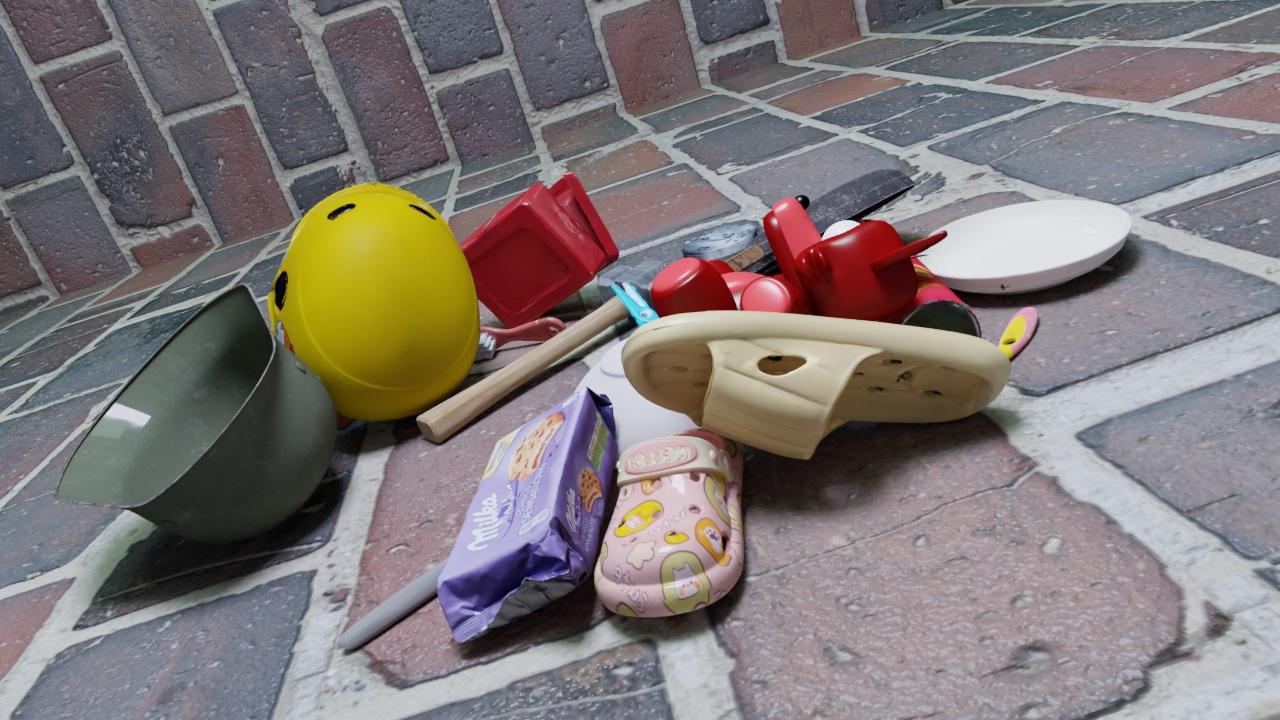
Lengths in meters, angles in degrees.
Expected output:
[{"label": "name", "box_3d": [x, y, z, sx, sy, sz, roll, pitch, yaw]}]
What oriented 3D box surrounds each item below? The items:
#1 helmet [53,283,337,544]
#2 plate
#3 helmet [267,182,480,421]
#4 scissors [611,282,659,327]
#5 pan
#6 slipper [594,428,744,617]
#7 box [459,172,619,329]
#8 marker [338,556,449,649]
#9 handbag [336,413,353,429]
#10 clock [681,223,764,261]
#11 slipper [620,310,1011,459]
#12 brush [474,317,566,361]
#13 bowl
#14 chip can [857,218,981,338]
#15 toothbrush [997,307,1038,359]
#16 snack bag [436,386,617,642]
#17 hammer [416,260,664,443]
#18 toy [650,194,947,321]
[{"label": "helmet", "box_3d": [-0.357, 0.069, 0.800, 0.268, 0.154, 0.226, 7, 57, 55]}, {"label": "plate", "box_3d": [0.345, -0.098, 0.834, 0.182, 0.034, 0.182, -15, 22, 6]}, {"label": "helmet", "box_3d": [-0.250, -0.047, 0.904, 0.208, 0.240, 0.140, -4, 18, -26]}, {"label": "scissors", "box_3d": [0.001, -0.038, 0.910, 0.083, 0.015, 0.140, -25, 51, -24]}, {"label": "pan", "box_3d": [0.137, -0.118, 0.910, 0.355, 0.040, 0.208, -26, -2, -42]}, {"label": "slipper", "box_3d": [0.016, 0.084, 0.595, 0.093, 0.081, 0.196, -13, 20, 15]}, {"label": "box", "box_3d": [-0.127, -0.123, 1.082, 0.158, 0.136, 0.122, -31, 5, 32]}, {"label": "marker", "box_3d": [-0.144, 0.156, 0.633, 0.138, 0.016, 0.022, -33, 50, -31]}, {"label": "handbag", "box_3d": [-0.388, 0.037, 1.051, 0.172, 0.060, 0.108, -9, 20, 22]}, {"label": "clock", "box_3d": [0.103, -0.128, 1.068, 0.090, 0.052, 0.129, 3, 30, 42]}, {"label": "slipper", "box_3d": [0.117, 0.028, 0.606, 0.261, 0.111, 0.079, 2, 60, -5]}, {"label": "brush", "box_3d": [-0.167, -0.021, 1.048, 0.173, 0.041, 0.030, -7, 41, 20]}, {"label": "bowl", "box_3d": [0.016, 0.017, 0.769, 0.177, 0.066, 0.176, -15, 22, 6]}, {"label": "chip can", "box_3d": [0.218, -0.058, 0.785, 0.073, 0.073, 0.232, -16, 22, 5]}, {"label": "toothbrush", "box_3d": [0.280, -0.010, 0.703, 0.021, 0.016, 0.135, -1, 25, 40]}, {"label": "snack bag", "box_3d": [-0.068, 0.101, 0.628, 0.096, 0.058, 0.205, -30, 21, 20]}, {"label": "hammer", "box_3d": [-0.089, -0.012, 0.953, 0.321, 0.051, 0.117, -34, 27, -30]}, {"label": "toy", "box_3d": [0.118, -0.058, 0.673, 0.197, 0.120, 0.158, -22, -4, 14]}]
